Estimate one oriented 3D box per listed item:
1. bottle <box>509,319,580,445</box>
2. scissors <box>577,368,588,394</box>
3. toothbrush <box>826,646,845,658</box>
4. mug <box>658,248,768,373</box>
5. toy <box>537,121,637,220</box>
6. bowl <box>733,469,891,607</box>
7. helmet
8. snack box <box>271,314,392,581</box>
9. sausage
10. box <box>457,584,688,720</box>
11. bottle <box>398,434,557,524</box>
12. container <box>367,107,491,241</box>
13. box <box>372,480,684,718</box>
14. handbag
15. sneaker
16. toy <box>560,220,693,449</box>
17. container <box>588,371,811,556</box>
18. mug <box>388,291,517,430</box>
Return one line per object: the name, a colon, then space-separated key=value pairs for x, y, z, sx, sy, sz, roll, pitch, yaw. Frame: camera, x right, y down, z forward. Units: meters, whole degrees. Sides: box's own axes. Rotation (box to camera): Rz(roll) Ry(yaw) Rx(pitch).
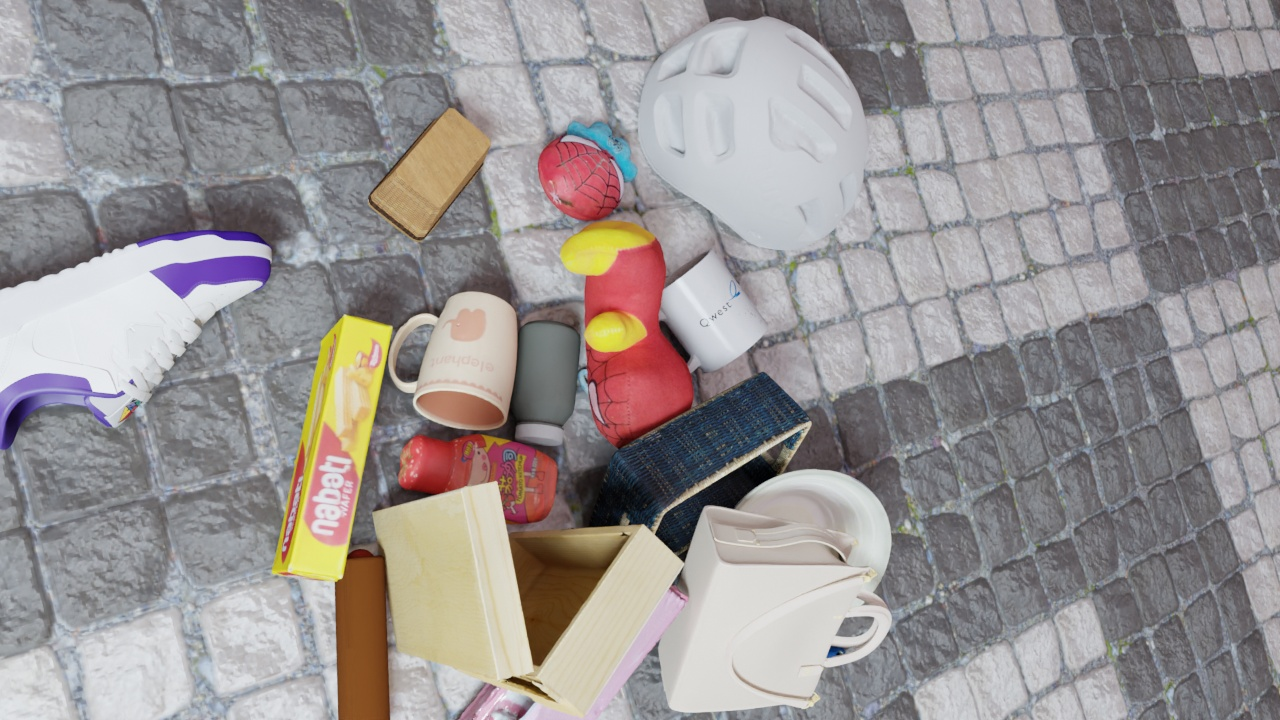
bottle: x=-0.088 y=0.021 z=0.844 sx=0.060 sy=0.060 sz=0.108 roll=12 pitch=73 yaw=-26
scissors: x=-0.008 y=0.019 z=0.915 sx=0.131 sy=0.018 sz=0.108 roll=44 pitch=65 yaw=-12
toothbrush: x=0.131 y=0.302 z=0.925 sx=0.189 sy=0.017 sz=0.016 roll=5 pitch=78 yaw=-28
mug: x=0.054 y=-0.039 z=0.926 sx=0.119 sy=0.083 sz=0.096 roll=-40 pitch=99 yaw=-15
toy: x=-0.050 y=-0.193 z=0.915 sx=0.092 sy=0.062 sz=0.132 roll=47 pitch=49 yaw=-20
bowl: x=0.150 y=0.176 z=0.895 sx=0.176 sy=0.057 sz=0.177 roll=-3 pitch=109 yaw=-8
helmet: x=0.144 y=-0.246 z=1.012 sx=0.282 sy=0.184 sz=0.223 roll=40 pitch=65 yaw=-38
snack box: x=-0.245 y=0.071 z=0.728 sx=0.042 sy=0.092 sz=0.200 roll=15 pitch=72 yaw=-26
sausage: x=-0.223 y=0.230 z=0.736 sx=0.040 sy=0.040 sz=0.155 roll=1 pitch=79 yaw=-29
box: x=-0.058 y=0.267 z=0.749 sx=0.099 sy=0.080 sz=0.232 roll=42 pitch=84 yaw=-14
bottle: x=-0.142 y=0.101 z=0.802 sx=0.134 sy=0.049 sz=0.071 roll=16 pitch=63 yaw=-24
container: x=-0.186 y=-0.173 z=0.832 sx=0.063 sy=0.061 sz=0.113 roll=39 pitch=63 yaw=-16
box: x=-0.110 y=0.175 z=0.688 sx=0.179 sy=0.249 sz=0.141 roll=26 pitch=67 yaw=-22
handbag: x=0.133 y=0.229 z=0.822 sx=0.197 sy=0.101 sz=0.195 roll=8 pitch=118 yaw=-12
sneaker: x=-0.379 y=-0.015 z=0.678 sx=0.243 sy=0.092 sz=0.111 roll=-25 pitch=92 yaw=-27
toy: x=-0.011 y=-0.019 z=0.836 sx=0.147 sy=0.099 sz=0.216 roll=-54 pitch=133 yaw=-69
container: x=0.052 y=0.106 z=0.847 sx=0.187 sy=0.146 sz=0.071 roll=-26 pitch=62 yaw=-31
mug: x=-0.163 y=-0.004 z=0.804 sx=0.111 sy=0.085 sz=0.104 roll=7 pitch=63 yaw=2
